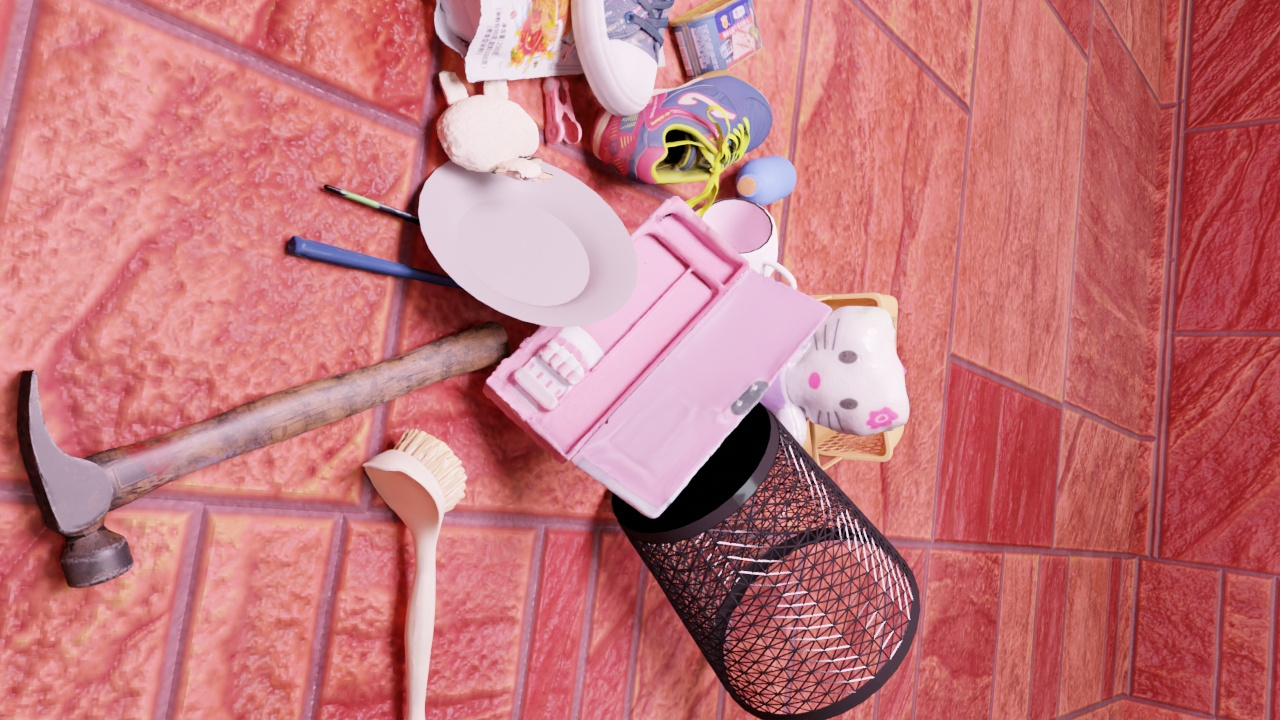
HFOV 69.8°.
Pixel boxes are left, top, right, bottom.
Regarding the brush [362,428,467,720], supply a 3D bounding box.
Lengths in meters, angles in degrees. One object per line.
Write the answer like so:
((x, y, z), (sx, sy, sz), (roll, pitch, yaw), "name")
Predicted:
((-0.161, 0.184, 0.657), (0.077, 0.062, 0.272), (-5, 99, -44), "brush")

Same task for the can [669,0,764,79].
((0.077, -0.322, 0.907), (0.099, 0.054, 0.059), (-41, 123, -40), "can")

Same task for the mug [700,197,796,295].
((0.102, -0.097, 0.895), (0.090, 0.124, 0.076), (-40, 156, -24), "mug")

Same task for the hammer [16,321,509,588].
((-0.215, 0.021, 0.601), (0.329, 0.033, 0.120), (-24, 108, -46), "hammer")

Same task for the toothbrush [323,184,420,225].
((-0.151, -0.097, 0.683), (0.187, 0.014, 0.017), (15, 88, -48), "toothbrush")

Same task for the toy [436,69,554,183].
((-0.112, -0.170, 0.694), (0.087, 0.050, 0.112), (-23, 84, -47), "toy")

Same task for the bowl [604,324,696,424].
((-0.005, 0.005, 0.814), (0.131, 0.064, 0.132), (-2, 93, -49), "bowl")

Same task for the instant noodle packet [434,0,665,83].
((-0.062, -0.307, 0.752), (0.268, 0.057, 0.147), (-30, 114, -49), "instant noodle packet")

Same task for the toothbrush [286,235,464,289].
((-0.165, -0.067, 0.667), (0.189, 0.016, 0.017), (9, 77, -48), "toothbrush")

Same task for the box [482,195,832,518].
((0.015, -0.005, 0.722), (0.232, 0.180, 0.055), (-45, 164, -21), "box")

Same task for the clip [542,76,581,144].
((-0.071, -0.209, 0.767), (0.035, 0.022, 0.057), (-17, 98, -45), "clip")

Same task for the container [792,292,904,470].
((0.216, 0.017, 1.019), (0.166, 0.129, 0.183), (-17, 104, -54), "container")

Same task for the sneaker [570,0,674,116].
((0.002, -0.318, 0.741), (0.087, 0.079, 0.235), (13, 77, -56), "sneaker")

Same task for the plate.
((-0.085, -0.089, 0.696), (0.172, 0.019, 0.172), (16, 48, -19), "plate")

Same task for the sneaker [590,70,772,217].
((0.062, -0.199, 0.856), (0.241, 0.091, 0.116), (-21, 142, -44), "sneaker")

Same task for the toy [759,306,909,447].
((0.156, 0.016, 0.906), (0.085, 0.209, 0.138), (-38, 126, -72), "toy")

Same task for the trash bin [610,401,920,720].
((0.106, 0.173, 0.851), (0.243, 0.217, 0.216), (53, 54, -27), "trash bin")

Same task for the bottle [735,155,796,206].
((0.124, -0.183, 0.938), (0.131, 0.048, 0.048), (-35, 118, -65), "bottle")
